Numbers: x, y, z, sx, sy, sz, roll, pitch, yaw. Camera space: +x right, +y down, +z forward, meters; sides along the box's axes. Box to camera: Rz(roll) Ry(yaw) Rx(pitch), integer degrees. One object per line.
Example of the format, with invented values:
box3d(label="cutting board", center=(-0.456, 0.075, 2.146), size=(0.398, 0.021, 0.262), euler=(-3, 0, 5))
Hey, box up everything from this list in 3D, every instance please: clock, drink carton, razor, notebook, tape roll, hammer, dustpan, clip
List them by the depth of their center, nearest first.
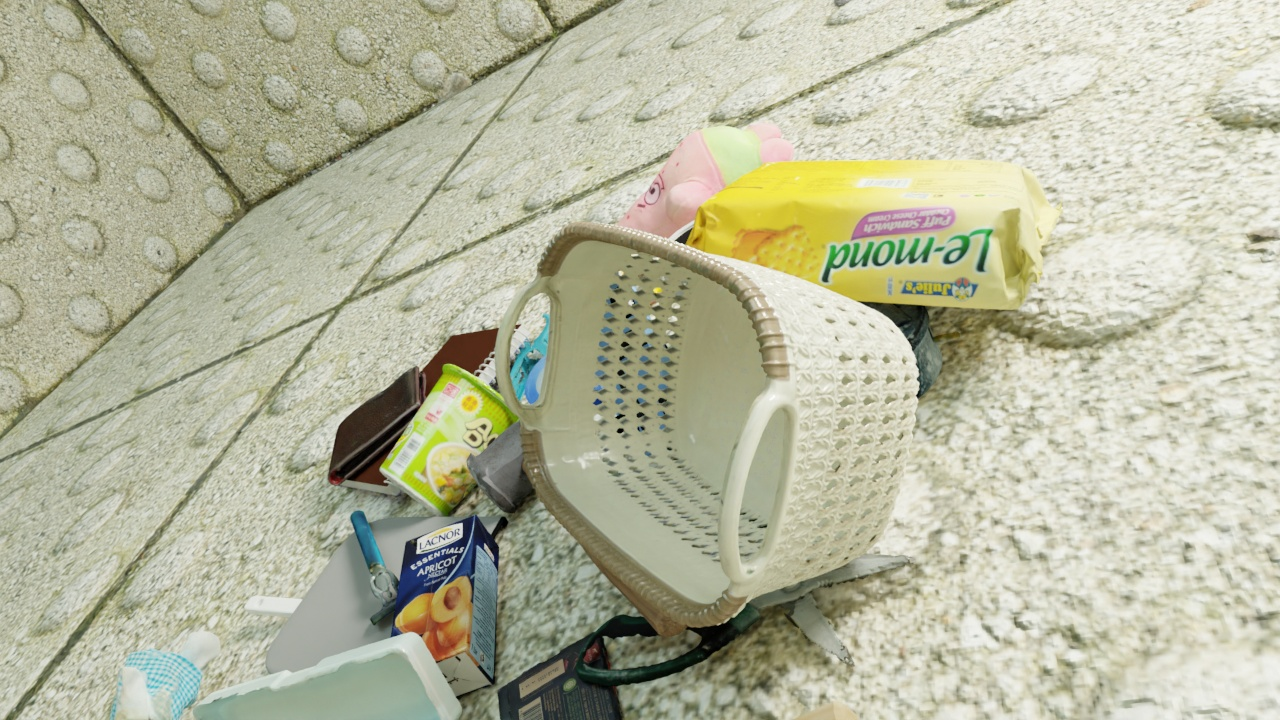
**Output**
box3d(label="hammer", center=(-0.046, 0.228, 0.416), size=(0.323, 0.051, 0.117), euler=(-30, 35, 19))
box3d(label="clock", center=(0.142, 0.002, 0.613), size=(0.129, 0.052, 0.090), euler=(-32, 27, 3))
box3d(label="hammer", center=(-0.043, 0.103, 0.635), size=(0.098, 0.052, 0.328), euler=(-39, 24, -9))
box3d(label="drink carton", center=(-0.134, 0.171, 0.641), size=(0.064, 0.040, 0.130), euler=(-21, 32, 7))
box3d(label="razor", center=(-0.214, 0.156, 0.735), size=(0.042, 0.022, 0.144), euler=(-33, 33, -14))
box3d(label="dustpan", center=(-0.240, 0.198, 0.747), size=(0.258, 0.033, 0.162), euler=(-5, 38, 29))
box3d(label="tape roll", center=(-0.059, 0.016, 0.829), size=(0.091, 0.016, 0.092), euler=(19, 59, 43))
box3d(label="clip", center=(-0.118, 0.001, 0.935), size=(0.113, 0.028, 0.126), euler=(-23, 30, 17))
box3d(label="notebook", center=(-0.217, 0.047, 0.943), size=(0.172, 0.022, 0.208), euler=(-5, 43, 53))

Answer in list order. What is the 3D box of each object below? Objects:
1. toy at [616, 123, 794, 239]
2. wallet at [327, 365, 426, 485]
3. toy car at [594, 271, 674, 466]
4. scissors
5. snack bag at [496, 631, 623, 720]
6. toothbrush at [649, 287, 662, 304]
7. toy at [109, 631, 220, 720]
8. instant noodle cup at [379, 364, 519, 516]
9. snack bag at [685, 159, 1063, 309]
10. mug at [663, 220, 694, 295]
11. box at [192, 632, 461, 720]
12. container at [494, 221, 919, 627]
box3d(label="toy", center=(0.048, -0.170, 0.959), size=(0.237, 0.097, 0.191), euler=(-36, 18, 13))
box3d(label="wallet", center=(-0.268, 0.063, 0.933), size=(0.120, 0.031, 0.099), euler=(-39, 26, 5))
box3d(label="toy car", center=(-0.004, 0.004, 0.691), size=(0.056, 0.153, 0.054), euler=(-30, -11, 26))
box3d(label="scissors", center=(0.059, 0.117, 0.552), size=(0.202, 0.015, 0.203), euler=(-17, 29, 16))
box3d(label="snack bag", center=(-0.041, 0.218, 0.501), size=(0.074, 0.018, 0.155), euler=(-32, 27, 4))
box3d(label="toothbrush", center=(0.030, -0.069, 0.892), size=(0.136, 0.016, 0.021), euler=(-18, 36, 28))
box3d(label="toy", center=(-0.372, 0.294, 0.694), size=(0.106, 0.131, 0.204), euler=(7, 30, 9))
box3d(label="instant noodle cup", center=(-0.166, 0.074, 0.801), size=(0.107, 0.099, 0.099), euler=(-52, 31, -17))
box3d(label="snack bag", center=(0.153, -0.094, 0.630), size=(0.248, 0.068, 0.159), euler=(6, 27, 24))
box3d(label="mug", center=(0.061, -0.070, 0.779), size=(0.073, 0.089, 0.105), euler=(-38, 27, -7))
box3d(label="box", center=(-0.204, 0.252, 0.573), size=(0.198, 0.075, 0.125), euler=(-23, 48, 24))
box3d(label="container", center=(0.032, 0.024, 0.515), size=(0.142, 0.185, 0.246), euler=(-1, 17, -33))
